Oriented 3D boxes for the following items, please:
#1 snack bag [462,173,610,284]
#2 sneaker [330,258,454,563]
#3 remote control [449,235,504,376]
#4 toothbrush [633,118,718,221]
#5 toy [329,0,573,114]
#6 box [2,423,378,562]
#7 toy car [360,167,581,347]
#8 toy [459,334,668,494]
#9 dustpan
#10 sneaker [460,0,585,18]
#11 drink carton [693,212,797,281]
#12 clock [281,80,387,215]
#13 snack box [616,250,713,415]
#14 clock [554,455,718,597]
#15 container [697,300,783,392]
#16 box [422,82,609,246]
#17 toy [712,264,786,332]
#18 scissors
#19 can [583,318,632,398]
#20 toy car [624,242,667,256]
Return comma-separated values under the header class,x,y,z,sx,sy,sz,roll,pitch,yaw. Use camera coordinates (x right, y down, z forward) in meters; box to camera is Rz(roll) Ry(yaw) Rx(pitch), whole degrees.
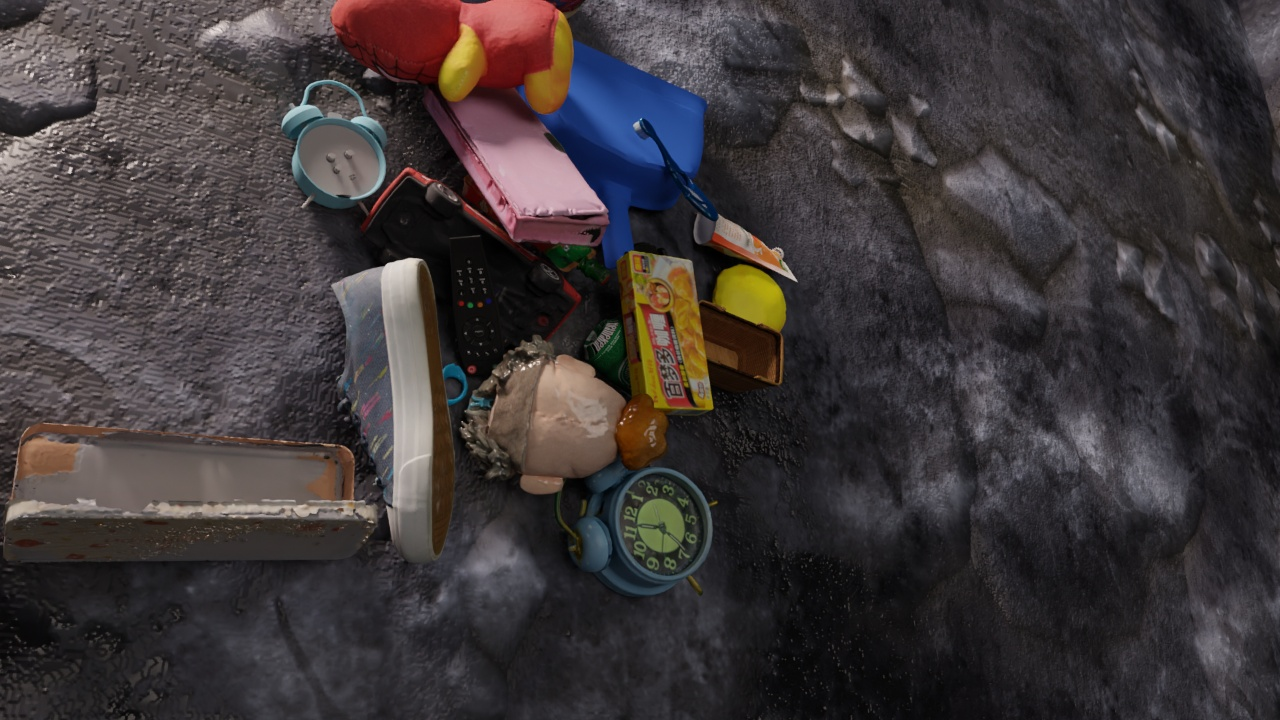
class,x,y,z,sx,sy,sz,roll,pitch,yaw
snack bag,-0.091,-0.123,0.845,0.155,0.044,0.087,38,22,2
sneaker,-0.194,0.040,0.713,0.079,0.087,0.235,-6,84,-1
remote control,-0.140,-0.046,0.778,0.039,0.010,0.125,-5,115,-2
toothbrush,0.037,-0.190,0.927,0.132,0.016,0.021,49,54,-23
toy,-0.165,-0.291,0.819,0.216,0.099,0.147,12,26,-10
box,-0.299,0.087,0.623,0.216,0.095,0.107,8,43,-33
toy car,-0.145,-0.083,0.797,0.189,0.082,0.056,36,16,-21
toy,-0.062,0.051,0.779,0.176,0.076,0.132,12,83,4
dustpan,-0.020,-0.201,0.936,0.245,0.060,0.257,14,51,-31
sneaker,-0.143,-0.399,0.913,0.241,0.091,0.116,-17,85,-38
drink carton,0.120,-0.126,1.025,0.122,0.039,0.069,22,27,-26
clock,-0.257,-0.184,0.778,0.087,0.042,0.123,4,72,-35
snack box,0.022,-0.024,0.854,0.075,0.025,0.152,4,71,-34
clock,-0.007,0.144,0.818,0.162,0.060,0.117,21,63,-23
container,0.085,-0.009,0.942,0.114,0.061,0.063,20,62,-29
box,-0.114,-0.183,0.808,0.097,0.046,0.232,1,41,-36
toy,0.119,-0.061,1.001,0.094,0.041,0.095,38,55,-11
scissors,-0.199,0.046,0.752,0.103,0.015,0.133,36,59,-24
can,-0.005,0.005,0.877,0.101,0.053,0.053,39,54,-17
toy car,0.017,-0.082,0.939,0.042,0.036,0.091,-19,61,-37
